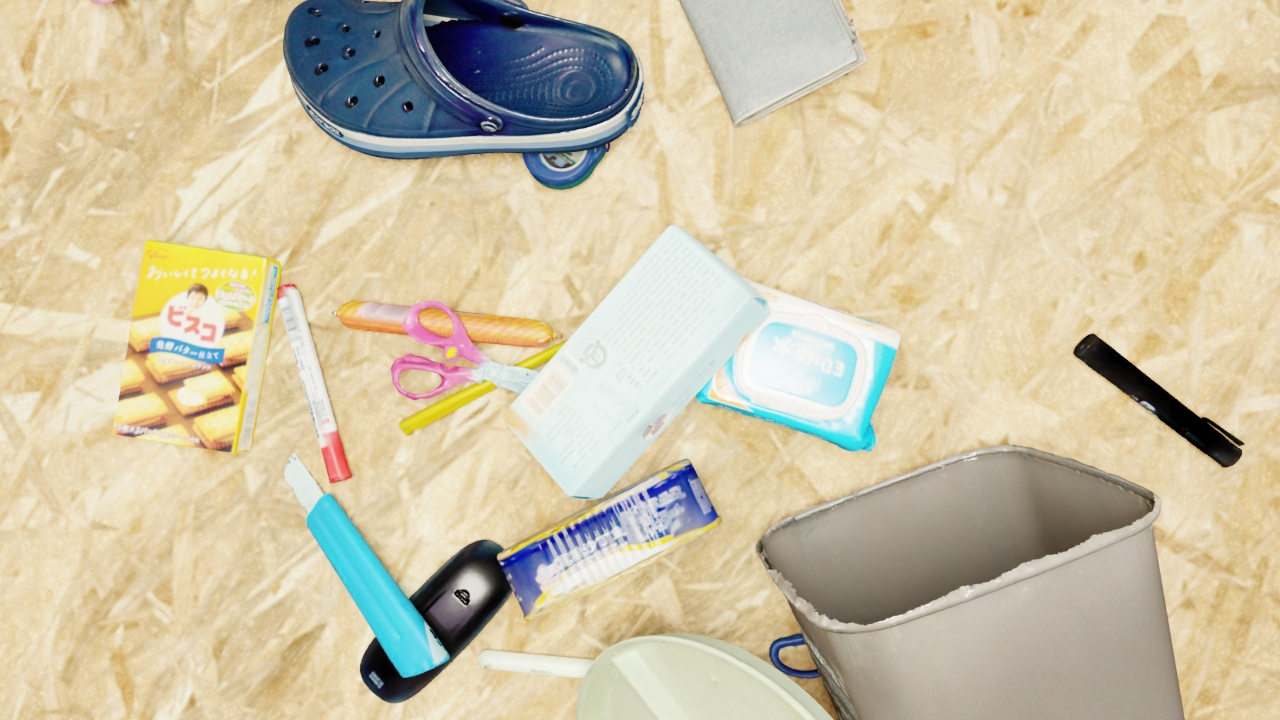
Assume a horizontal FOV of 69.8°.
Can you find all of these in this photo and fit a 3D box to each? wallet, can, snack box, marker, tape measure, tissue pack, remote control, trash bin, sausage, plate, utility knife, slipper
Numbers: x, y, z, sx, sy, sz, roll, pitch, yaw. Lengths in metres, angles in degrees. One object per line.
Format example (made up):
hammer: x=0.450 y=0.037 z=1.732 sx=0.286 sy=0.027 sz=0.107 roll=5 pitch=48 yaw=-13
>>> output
wallet: x=0.089 y=-0.246 z=0.647 sx=0.107 sy=0.037 sz=0.129 roll=-24 pitch=87 yaw=11
can: x=-0.022 y=0.119 z=0.616 sx=0.148 sy=0.074 sz=0.049 roll=-27 pitch=85 yaw=0
snack box: x=-0.003 y=0.003 z=0.590 sx=0.175 sy=0.051 sz=0.074 roll=-48 pitch=68 yaw=9
marker: x=-0.232 y=0.016 z=0.652 sx=0.017 sy=0.017 sz=0.145 roll=-17 pitch=88 yaw=0
tape measure: x=-0.057 y=-0.149 z=0.651 sx=0.058 sy=0.025 sz=0.054 roll=38 pitch=90 yaw=10
tissue pack: x=0.102 y=0.003 z=0.623 sx=0.140 sy=0.063 sz=0.090 roll=18 pitch=88 yaw=1
marker: x=0.362 y=0.027 z=0.640 sx=0.132 sy=0.020 sz=0.022 roll=38 pitch=99 yaw=2
remote control: x=-0.142 y=0.184 z=0.640 sx=0.053 sy=0.024 sz=0.136 roll=43 pitch=89 yaw=3
snack box: x=-0.311 y=-0.009 z=0.646 sx=0.087 sy=0.034 sz=0.140 roll=9 pitch=86 yaw=1
trash bin: x=0.203 y=0.191 z=0.550 sx=0.198 sy=0.199 sz=0.220 roll=-19 pitch=97 yaw=-3
sausage: x=-0.137 y=-0.025 z=0.649 sx=0.165 sy=0.021 sz=0.021 roll=6 pitch=88 yaw=1
plate: x=0.053 y=0.270 z=0.569 sx=0.230 sy=0.027 sz=0.230 roll=15 pitch=116 yaw=33
utility knife: x=-0.197 y=0.139 z=0.634 sx=0.034 sy=0.018 sz=0.185 roll=-41 pitch=75 yaw=4
slipper: x=-0.124 y=-0.195 z=0.606 sx=0.253 sy=0.095 sz=0.105 roll=9 pitch=70 yaw=6

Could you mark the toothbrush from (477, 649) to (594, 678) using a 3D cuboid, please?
toothbrush: x=-0.020 y=0.220 z=0.640 sx=0.189 sy=0.029 sz=0.020 roll=7 pitch=46 yaw=2

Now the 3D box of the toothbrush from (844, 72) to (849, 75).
toothbrush: x=0.116 y=-0.292 z=0.657 sx=0.017 sy=0.012 sz=0.186 roll=-24 pitch=87 yaw=39

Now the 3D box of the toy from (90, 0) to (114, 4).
toy: x=-0.300 y=-0.319 z=0.619 sx=0.200 sy=0.130 sz=0.140 roll=-3 pitch=94 yaw=10

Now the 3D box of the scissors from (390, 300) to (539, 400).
scissors: x=-0.108 y=0.016 z=0.635 sx=0.137 sy=0.017 sz=0.077 roll=27 pitch=91 yaw=-5

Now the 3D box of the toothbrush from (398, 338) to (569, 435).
toothbrush: x=-0.082 y=0.009 z=0.650 sx=0.190 sy=0.015 sz=0.016 roll=-26 pitch=94 yaw=0

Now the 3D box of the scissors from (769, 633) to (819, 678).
scissors: x=0.166 y=0.176 z=0.643 sx=0.162 sy=0.012 sz=0.176 roll=-33 pitch=89 yaw=-2
